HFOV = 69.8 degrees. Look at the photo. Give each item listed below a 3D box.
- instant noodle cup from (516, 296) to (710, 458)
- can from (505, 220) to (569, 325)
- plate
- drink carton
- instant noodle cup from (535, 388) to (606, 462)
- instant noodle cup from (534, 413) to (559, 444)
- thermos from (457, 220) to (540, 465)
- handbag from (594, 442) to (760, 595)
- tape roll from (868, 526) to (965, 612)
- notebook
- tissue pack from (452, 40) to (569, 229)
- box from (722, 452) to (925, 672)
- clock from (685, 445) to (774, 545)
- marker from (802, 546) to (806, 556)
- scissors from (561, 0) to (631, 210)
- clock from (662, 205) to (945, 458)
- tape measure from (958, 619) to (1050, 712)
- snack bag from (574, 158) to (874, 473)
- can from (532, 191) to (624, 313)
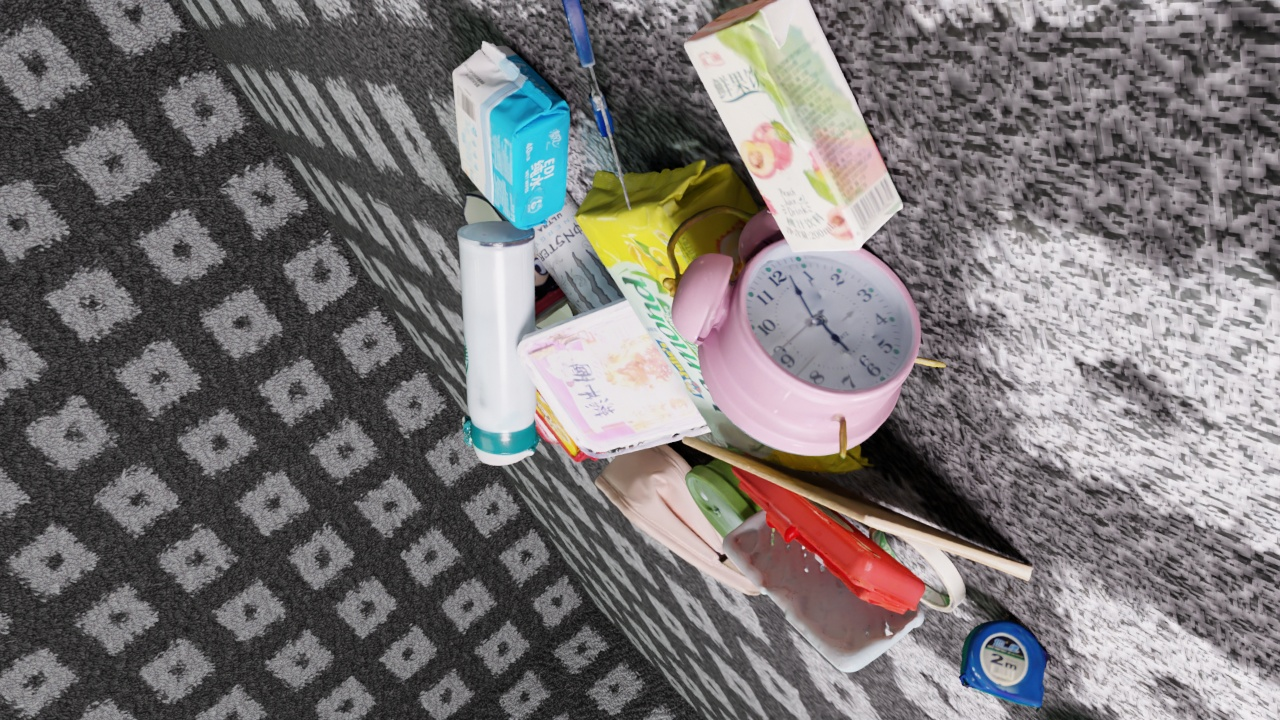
[{"bbox_3d":[-0.005,0.005,0.791,0.174,0.060,0.138,-17,114,37],"label":"instant noodle cup"},{"bbox_3d":[-0.113,-0.083,0.879,0.094,0.066,0.067,56,164,-2],"label":"can"},{"bbox_3d":[-0.119,-0.105,1.010,0.205,0.045,0.205,48,163,19],"label":"plate"},{"bbox_3d":[0.077,-0.115,0.446,0.054,0.045,0.122,10,136,60],"label":"drink carton"},{"bbox_3d":[-0.043,0.025,0.935,0.116,0.123,0.116,51,164,4],"label":"instant noodle cup"},{"bbox_3d":[-0.066,0.034,1.067,0.124,0.116,0.116,8,135,51],"label":"instant noodle cup"},{"bbox_3d":[-0.130,-0.010,0.837,0.073,0.073,0.224,34,129,49],"label":"thermos"},{"bbox_3d":[0.066,0.198,1.089,0.234,0.093,0.193,45,175,-13],"label":"handbag"},{"bbox_3d":[0.213,0.158,0.712,0.086,0.013,0.086,47,163,18],"label":"tape roll"},{"bbox_3d":[0.140,0.096,0.639,0.149,0.012,0.212,20,179,-28],"label":"notebook"},{"bbox_3d":[-0.102,-0.181,0.753,0.090,0.063,0.140,47,154,22],"label":"tissue pack"},{"bbox_3d":[0.132,0.164,0.741,0.095,0.098,0.201,29,-175,-29],"label":"box"},{"bbox_3d":[0.101,0.146,0.922,0.116,0.056,0.161,49,164,13],"label":"clock"},{"bbox_3d":[0.160,0.195,0.933,0.017,0.016,0.146,48,164,14],"label":"marker"},{"bbox_3d":[-0.030,-0.176,0.574,0.173,0.012,0.162,-99,-6,-75],"label":"scissors"},{"bbox_3d":[0.081,-0.025,0.507,0.158,0.117,0.060,45,153,15],"label":"clock"},{"bbox_3d":[0.253,0.210,0.641,0.058,0.054,0.025,18,158,0],"label":"tape measure"},{"bbox_3d":[0.060,-0.030,0.634,0.246,0.068,0.158,57,163,-19],"label":"snack bag"},{"bbox_3d":[-0.050,-0.082,0.842,0.146,0.058,0.058,54,164,-4],"label":"can"}]
